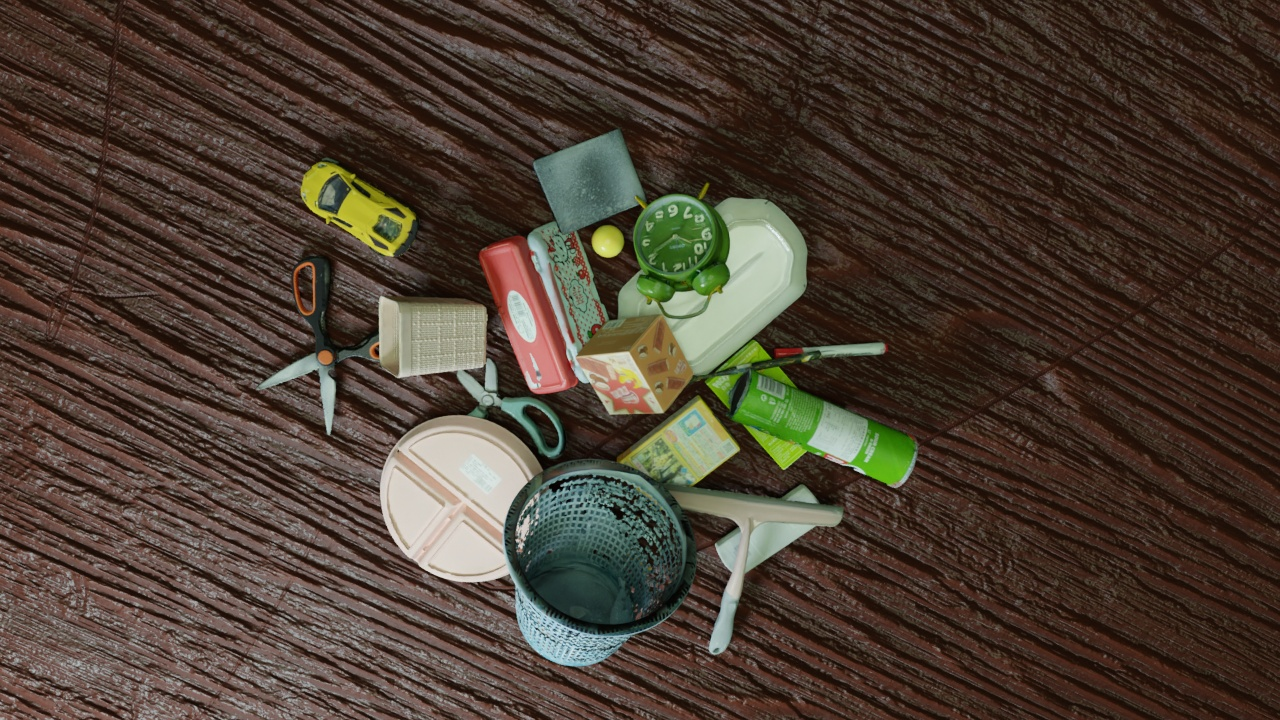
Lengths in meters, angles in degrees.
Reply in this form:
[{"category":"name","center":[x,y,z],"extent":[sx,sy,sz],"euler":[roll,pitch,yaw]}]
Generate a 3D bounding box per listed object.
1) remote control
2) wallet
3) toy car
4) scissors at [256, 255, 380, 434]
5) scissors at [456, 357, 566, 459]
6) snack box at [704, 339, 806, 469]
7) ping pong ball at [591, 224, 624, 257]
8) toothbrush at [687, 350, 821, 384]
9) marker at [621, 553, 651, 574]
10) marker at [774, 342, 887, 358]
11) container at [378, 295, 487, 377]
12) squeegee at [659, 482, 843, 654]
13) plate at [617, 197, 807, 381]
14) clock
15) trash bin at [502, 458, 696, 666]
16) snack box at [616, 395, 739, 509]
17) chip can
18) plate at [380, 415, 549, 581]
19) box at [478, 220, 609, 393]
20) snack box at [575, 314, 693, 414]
[{"category":"remote control","center":[0.172,0.227,1.221],"extent":[0.150,0.021,0.058],"euler":[-35,107,5]},{"category":"wallet","center":[-0.061,-0.218,1.120],"extent":[0.120,0.019,0.097],"euler":[-24,99,-16]},{"category":"toy car","center":[-0.345,-0.185,1.123],"extent":[0.156,0.041,0.071],"euler":[33,97,-6]},{"category":"scissors","center":[-0.383,-0.021,1.162],"extent":[0.221,0.021,0.234],"euler":[-6,99,0]},{"category":"scissors","center":[-0.189,0.091,1.179],"extent":[0.170,0.019,0.181],"euler":[41,108,-4]},{"category":"snack box","center":[0.166,0.057,1.188],"extent":[0.086,0.026,0.156],"euler":[-42,99,5]},{"category":"ping pong ball","center":[-0.040,-0.148,1.137],"extent":[0.040,0.040,0.040],"euler":[0,100,-2]},{"category":"toothbrush","center":[0.137,0.008,1.156],"extent":[0.186,0.017,0.012],"euler":[-10,63,0]},{"category":"marker","center":[-0.039,0.248,1.223],"extent":[0.124,0.018,0.015],"euler":[34,93,-6]},{"category":"marker","center":[0.245,-0.012,1.183],"extent":[0.145,0.017,0.017],"euler":[-3,100,-1]},{"category":"container","center":[-0.251,-0.032,1.114],"extent":[0.110,0.090,0.090],"euler":[-3,102,-30]},{"category":"squeegee","center":[0.123,0.293,1.206],"extent":[0.247,0.040,0.250],"euler":[8,111,-7]},{"category":"plate","center":[0.092,-0.086,1.156],"extent":[0.266,0.034,0.162],"euler":[-39,99,5]},{"category":"clock","center":[0.048,-0.128,1.104],"extent":[0.116,0.056,0.161],"euler":[-9,80,15]},{"category":"trash bin","center":[-0.067,0.265,1.119],"extent":[0.226,0.226,0.196],"euler":[16,138,-5]},{"category":"snack box","center":[0.049,0.122,1.195],"extent":[0.140,0.033,0.087],"euler":[-39,99,4]},{"category":"chip can","center":[0.226,0.083,1.145],"extent":[0.236,0.072,0.072],"euler":[23,99,-7]},{"category":"plate","center":[-0.230,0.184,1.183],"extent":[0.229,0.028,0.229],"euler":[2,102,8]},{"category":"box","center":[-0.110,-0.067,1.153],"extent":[0.102,0.100,0.201],"euler":[-10,105,39]},{"category":"snack box","center":[-0.007,0.007,1.118],"extent":[0.093,0.076,0.094],"euler":[-5,125,43]}]
